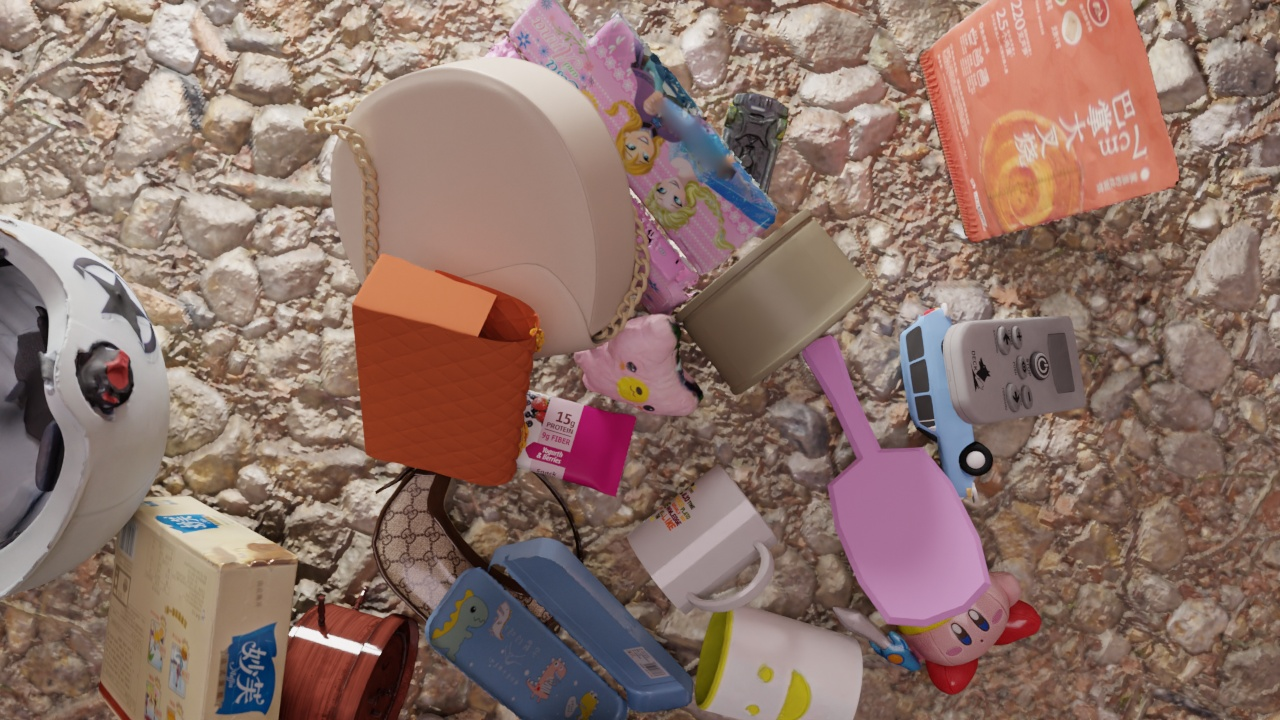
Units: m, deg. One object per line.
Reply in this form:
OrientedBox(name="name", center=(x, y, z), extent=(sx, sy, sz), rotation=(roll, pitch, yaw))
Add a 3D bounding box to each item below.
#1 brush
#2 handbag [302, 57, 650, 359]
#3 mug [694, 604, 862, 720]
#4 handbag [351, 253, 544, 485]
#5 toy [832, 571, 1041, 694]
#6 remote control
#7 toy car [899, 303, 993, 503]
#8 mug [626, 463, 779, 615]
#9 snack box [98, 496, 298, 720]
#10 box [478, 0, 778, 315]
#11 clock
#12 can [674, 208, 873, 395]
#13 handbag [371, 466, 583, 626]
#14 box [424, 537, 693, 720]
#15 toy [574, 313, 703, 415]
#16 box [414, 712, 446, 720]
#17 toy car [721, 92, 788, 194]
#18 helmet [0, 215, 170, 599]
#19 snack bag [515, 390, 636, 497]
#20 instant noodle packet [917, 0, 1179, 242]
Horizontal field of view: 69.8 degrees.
OrientedBox(name="brush", center=(0.178, 0.086, 0.690), extent=(0.089, 0.043, 0.228), rotation=(-23, 63, 6))
OrientedBox(name="handbag", center=(-0.114, -0.096, 0.634), extent=(0.211, 0.103, 0.209), rotation=(-9, 108, 30))
OrientedBox(name="mug", center=(0.103, 0.235, 0.695), extent=(0.106, 0.082, 0.082), rotation=(16, 90, -2))
OrientedBox(name="handbag", center=(-0.125, 0.012, 0.617), extent=(0.109, 0.172, 0.060), rotation=(17, 52, 0))
OrientedBox(name="toy", center=(0.220, 0.182, 0.708), extent=(0.124, 0.096, 0.131), rotation=(-38, 109, 6))
OrientedBox(name="remote control", center=(0.283, 0.005, 0.685), extent=(0.150, 0.019, 0.074), rotation=(-4, 84, -35))
OrientedBox(name="toy car", center=(0.234, 0.034, 0.705), extent=(0.055, 0.056, 0.153), rotation=(-9, 85, 17))
OrientedBox(name="mug", center=(0.053, 0.142, 0.685), extent=(0.089, 0.105, 0.073), rotation=(-38, 130, -1))
OrientedBox(name="snack box", center=(-0.312, 0.188, 0.637), extent=(0.055, 0.208, 0.153), rotation=(7, 90, -44))
OrientedBox(name="box", center=(-0.025, -0.143, 0.659), extent=(0.066, 0.159, 0.230), rotation=(-39, 91, -35))
OrientedBox(name="clock", center=(-0.225, 0.252, 0.672), extent=(0.072, 0.120, 0.157), rotation=(15, 82, 6))
OrientedBox(name="can", center=(0.095, -0.043, 0.669), extent=(0.128, 0.128, 0.073), rotation=(-39, 89, -1))
OrientedBox(name="handbag", center=(-0.124, 0.139, 0.709), extent=(0.166, 0.063, 0.138), rotation=(43, 73, 3))
OrientedBox(name="box", center=(-0.054, 0.212, 0.668), extent=(0.120, 0.049, 0.209), rotation=(-35, 121, 3))
OrientedBox(name="toy", center=(-0.004, 0.004, 0.697), extent=(0.093, 0.050, 0.102), rotation=(-3, 134, 15))
OrientedBox(name="box", center=(-0.144, 0.360, 0.693), extent=(0.136, 0.083, 0.143), rotation=(30, 81, -2))
OrientedBox(name="toy car", center=(0.081, -0.154, 0.715), extent=(0.048, 0.033, 0.105), rotation=(15, 95, -3))
OrientedBox(name="helmet", center=(-0.429, 0.037, 0.636), extent=(0.237, 0.163, 0.264), rotation=(-29, 77, 12))
OrientedBox(name="snack bag", center=(-0.105, 0.047, 0.710), extent=(0.196, 0.016, 0.070), rotation=(16, 62, -1))
OrientedBox(name="instant noodle packet", center=(0.279, -0.178, 0.625), extent=(0.084, 0.221, 0.164), rotation=(-15, 91, 1))
